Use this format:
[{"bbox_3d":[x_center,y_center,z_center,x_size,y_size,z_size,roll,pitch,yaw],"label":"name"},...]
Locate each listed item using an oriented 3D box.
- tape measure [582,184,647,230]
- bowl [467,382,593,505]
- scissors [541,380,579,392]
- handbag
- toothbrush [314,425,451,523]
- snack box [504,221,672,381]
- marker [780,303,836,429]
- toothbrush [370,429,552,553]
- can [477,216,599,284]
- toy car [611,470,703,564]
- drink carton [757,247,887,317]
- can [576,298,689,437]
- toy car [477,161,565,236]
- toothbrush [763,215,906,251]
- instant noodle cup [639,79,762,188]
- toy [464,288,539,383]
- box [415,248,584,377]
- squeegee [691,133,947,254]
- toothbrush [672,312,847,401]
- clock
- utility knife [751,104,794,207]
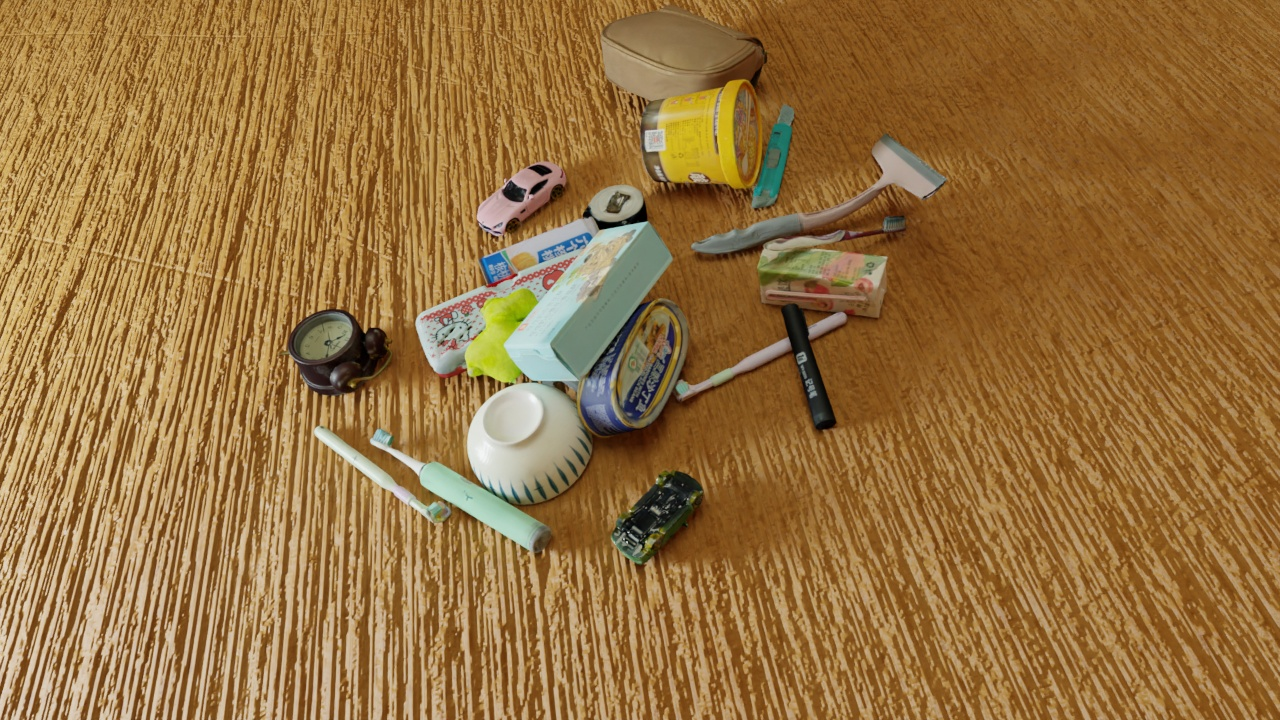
[{"bbox_3d":[-0.026,-0.168,1.045,0.066,0.034,0.065,14,56,20],"label":"tape measure"},{"bbox_3d":[-0.108,0.067,0.846,0.116,0.066,0.116,-7,54,9],"label":"bowl"},{"bbox_3d":[-0.101,-0.005,0.943,0.159,0.014,0.177,7,55,17],"label":"scissors"},{"bbox_3d":[0.051,-0.374,1.158,0.147,0.100,0.204,-35,52,-25],"label":"handbag"},{"bbox_3d":[-0.254,0.106,0.883,0.190,0.029,0.020,26,102,31],"label":"toothbrush"},{"bbox_3d":[-0.047,-0.057,0.870,0.074,0.051,0.174,0,45,48],"label":"snack box"},{"bbox_3d":[0.157,0.004,0.861,0.022,0.020,0.131,7,54,-28],"label":"marker"},{"bbox_3d":[-0.174,0.118,0.851,0.225,0.026,0.027,24,81,28],"label":"toothbrush"},{"bbox_3d":[-0.106,-0.110,1.002,0.134,0.053,0.053,-23,50,-6],"label":"can"},{"bbox_3d":[0.016,0.135,0.788,0.043,0.036,0.091,31,65,32],"label":"toy car"},{"bbox_3d":[0.180,-0.078,0.914,0.123,0.053,0.045,9,54,20],"label":"drink carton"},{"bbox_3d":[-0.005,0.005,0.864,0.049,0.074,0.147,-15,38,42],"label":"can"},{"bbox_3d":[-0.143,-0.196,1.092,0.122,0.037,0.056,-42,54,-20],"label":"toy car"},{"bbox_3d":[0.200,-0.129,0.928,0.187,0.017,0.016,-12,24,-28],"label":"toothbrush"},{"bbox_3d":[0.069,-0.253,1.044,0.115,0.118,0.118,1,52,22],"label":"instant noodle cup"},{"bbox_3d":[-0.127,-0.024,0.892,0.096,0.031,0.100,-19,60,-3],"label":"toy"},{"bbox_3d":[-0.128,-0.050,0.944,0.201,0.047,0.086,-23,55,-7],"label":"box"},{"bbox_3d":[0.175,-0.155,0.976,0.250,0.040,0.247,-21,22,11],"label":"squeegee"},{"bbox_3d":[0.118,-0.006,0.891,0.189,0.021,0.029,-24,30,-10],"label":"toothbrush"},{"bbox_3d":[-0.313,-0.007,0.963,0.122,0.055,0.081,17,57,22],"label":"clock"},{"bbox_3d":[0.158,-0.243,1.077,0.029,0.013,0.186,11,54,9],"label":"utility knife"}]
